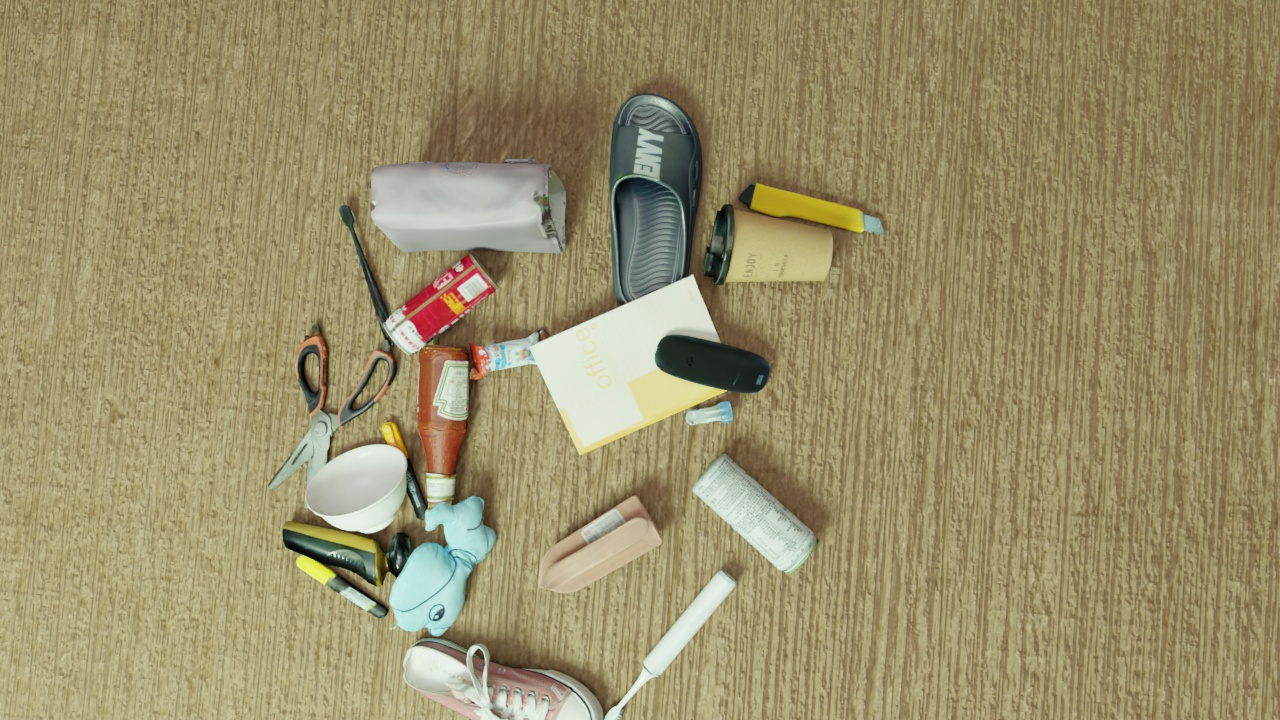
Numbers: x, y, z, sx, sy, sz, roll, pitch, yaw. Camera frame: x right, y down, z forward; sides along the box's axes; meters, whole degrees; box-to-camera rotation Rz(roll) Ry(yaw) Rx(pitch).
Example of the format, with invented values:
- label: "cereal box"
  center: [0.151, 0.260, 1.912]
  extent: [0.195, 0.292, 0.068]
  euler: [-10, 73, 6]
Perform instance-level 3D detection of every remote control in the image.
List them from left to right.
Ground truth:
- label: "remote control"
  center: [0.084, 0.005, 1.055]
  extent: [0.136, 0.024, 0.053]
  euler: [13, 101, -7]

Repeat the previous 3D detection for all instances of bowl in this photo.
- label: "bowl"
  center: [-0.315, 0.159, 1.056]
  extent: [0.118, 0.118, 0.065]
  euler: [-14, 124, 2]

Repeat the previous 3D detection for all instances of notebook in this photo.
- label: "notebook"
  center: [-0.006, 0.006, 1.067]
  extent: [0.206, 0.010, 0.146]
  euler: [-23, 102, 1]

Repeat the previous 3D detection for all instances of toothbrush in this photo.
- label: "toothbrush"
  center: [-0.327, -0.101, 1.105]
  extent: [0.015, 0.018, 0.181]
  euler: [-20, 88, 3]
- label: "toothbrush"
  center: [0.031, 0.332, 1.054]
  extent: [0.221, 0.026, 0.027]
  euler: [-50, 47, -1]

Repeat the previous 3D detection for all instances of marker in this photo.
- label: "marker"
  center: [-0.352, 0.267, 1.084]
  extent: [0.124, 0.015, 0.018]
  euler: [33, 89, 1]
- label: "marker"
  center: [-0.278, 0.131, 1.087]
  extent: [0.018, 0.015, 0.124]
  euler: [-22, 87, 5]

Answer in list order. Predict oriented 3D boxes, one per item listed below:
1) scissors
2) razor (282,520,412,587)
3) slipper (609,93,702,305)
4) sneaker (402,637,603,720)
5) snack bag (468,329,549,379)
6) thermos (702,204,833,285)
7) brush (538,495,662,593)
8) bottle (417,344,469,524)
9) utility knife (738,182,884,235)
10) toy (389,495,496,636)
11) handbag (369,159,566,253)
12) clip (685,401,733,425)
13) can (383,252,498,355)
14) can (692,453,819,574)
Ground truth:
- label: "scissors"
  center: [-0.373, 0.060, 1.095]
  extent: [0.189, 0.015, 0.224]
  euler: [-16, 86, 4]
- label: "razor"
  center: [-0.340, 0.219, 1.071]
  extent: [0.167, 0.062, 0.067]
  euler: [13, 57, 9]
- label: "slipper"
  center: [0.017, -0.183, 1.061]
  extent: [0.111, 0.083, 0.268]
  euler: [2, 88, 1]
- label: "sneaker"
  center: [-0.161, 0.380, 1.029]
  extent: [0.241, 0.088, 0.118]
  euler: [20, 87, 5]
- label: "snack bag"
  center: [-0.153, -0.007, 1.076]
  extent: [0.105, 0.026, 0.045]
  euler: [-12, 83, -23]
- label: "thermos"
  center: [0.142, -0.127, 1.051]
  extent: [0.143, 0.093, 0.093]
  euler: [6, 86, -4]
- label: "brush"
  center: [-0.051, 0.216, 1.043]
  extent: [0.145, 0.073, 0.063]
  euler: [-30, 86, 2]
- label: "bottle"
  center: [-0.231, 0.085, 1.068]
  extent: [0.060, 0.060, 0.206]
  euler: [1, 89, 3]
- label: "utility knife"
  center: [0.203, -0.176, 1.084]
  extent: [0.177, 0.015, 0.033]
  euler: [15, 93, 2]
- label: "toy"
  center: [-0.227, 0.239, 1.042]
  extent: [0.156, 0.050, 0.161]
  euler: [-32, 126, -29]
- label: "handbag"
  center: [-0.189, -0.177, 1.038]
  extent: [0.197, 0.145, 0.098]
  euler: [0, 89, 2]
- label: "clip"
  center: [0.080, 0.064, 1.074]
  extent: [0.058, 0.044, 0.027]
  euler: [-10, 87, 7]
- label: "can"
  center: [-0.235, -0.066, 1.078]
  extent: [0.133, 0.053, 0.053]
  euler: [-38, 85, 0]
- label: "can"
  center: [0.130, 0.174, 1.044]
  extent: [0.147, 0.058, 0.058]
  euler: [42, 89, 4]
